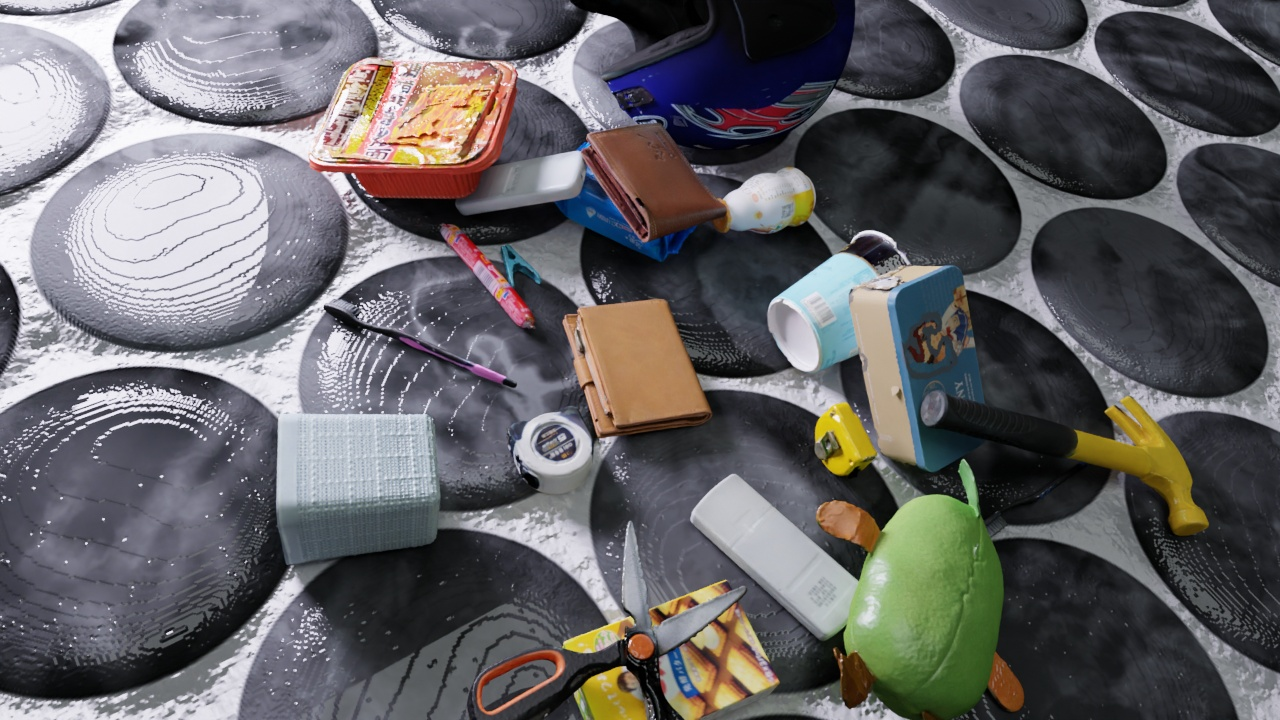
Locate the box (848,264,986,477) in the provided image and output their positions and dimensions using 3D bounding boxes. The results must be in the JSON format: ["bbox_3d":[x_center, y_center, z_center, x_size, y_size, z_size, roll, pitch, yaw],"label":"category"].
[{"bbox_3d":[0.246,0.010,0.805,0.089,0.062,0.184,-25,106,-25],"label":"box"}]

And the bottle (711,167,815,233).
[{"bbox_3d":[0.126,-0.162,0.954,0.108,0.063,0.063,-18,60,-23],"label":"bottle"}]

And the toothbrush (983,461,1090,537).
[{"bbox_3d":[0.371,0.118,0.834,0.189,0.014,0.016,-22,63,-26],"label":"toothbrush"}]

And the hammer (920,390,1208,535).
[{"bbox_3d":[0.373,0.072,0.809,0.300,0.033,0.128,14,51,-23],"label":"hammer"}]

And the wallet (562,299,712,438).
[{"bbox_3d":[-0.005,0.005,0.829,0.107,0.031,0.131,-8,56,-20],"label":"wallet"}]

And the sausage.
[{"bbox_3d":[-0.145,-0.083,0.869,0.020,0.020,0.156,-30,65,-28],"label":"sausage"}]

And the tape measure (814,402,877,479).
[{"bbox_3d":[0.173,0.072,0.799,0.028,0.057,0.060,-11,62,-21],"label":"tape measure"}]

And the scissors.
[{"bbox_3d":[-0.012,0.221,0.642,0.220,0.022,0.234,-5,55,-19],"label":"scissors"}]

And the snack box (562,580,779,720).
[{"bbox_3d":[0.021,0.227,0.674,0.140,0.034,0.087,-16,59,-19],"label":"snack box"}]

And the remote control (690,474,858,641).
[{"bbox_3d":[0.111,0.159,0.747,0.150,0.021,0.058,42,57,18],"label":"remote control"}]

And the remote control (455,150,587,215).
[{"bbox_3d":[-0.118,-0.174,0.905,0.136,0.020,0.055,-6,53,21],"label":"remote control"}]

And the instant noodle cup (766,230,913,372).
[{"bbox_3d":[0.189,-0.047,0.867,0.120,0.111,0.111,-29,65,-18],"label":"instant noodle cup"}]

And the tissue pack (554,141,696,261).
[{"bbox_3d":[-0.015,-0.165,0.935,0.157,0.052,0.094,27,52,9],"label":"tissue pack"}]

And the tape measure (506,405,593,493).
[{"bbox_3d":[-0.072,0.077,0.762,0.065,0.034,0.066,-15,57,-19],"label":"tape measure"}]

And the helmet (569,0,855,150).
[{"bbox_3d":[0.068,-0.344,0.959,0.315,0.247,0.240,-4,99,-21],"label":"helmet"}]

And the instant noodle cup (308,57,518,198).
[{"bbox_3d":[-0.214,-0.226,0.908,0.189,0.079,0.164,2,53,9],"label":"instant noodle cup"}]

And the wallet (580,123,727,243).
[{"bbox_3d":[0.014,-0.176,0.890,0.101,0.032,0.124,-23,71,-36],"label":"wallet"}]

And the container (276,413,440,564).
[{"bbox_3d":[-0.210,0.093,0.690,0.111,0.090,0.089,-3,56,-17],"label":"container"}]

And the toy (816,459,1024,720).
[{"bbox_3d":[0.216,0.193,0.699,0.227,0.090,0.245,47,48,-9],"label":"toy"}]

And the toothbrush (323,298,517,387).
[{"bbox_3d":[-0.195,-0.016,0.817,0.189,0.014,0.017,22,41,4],"label":"toothbrush"}]

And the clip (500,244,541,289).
[{"bbox_3d":[-0.120,-0.091,0.885,0.034,0.013,0.054,-18,62,-23],"label":"clip"}]
